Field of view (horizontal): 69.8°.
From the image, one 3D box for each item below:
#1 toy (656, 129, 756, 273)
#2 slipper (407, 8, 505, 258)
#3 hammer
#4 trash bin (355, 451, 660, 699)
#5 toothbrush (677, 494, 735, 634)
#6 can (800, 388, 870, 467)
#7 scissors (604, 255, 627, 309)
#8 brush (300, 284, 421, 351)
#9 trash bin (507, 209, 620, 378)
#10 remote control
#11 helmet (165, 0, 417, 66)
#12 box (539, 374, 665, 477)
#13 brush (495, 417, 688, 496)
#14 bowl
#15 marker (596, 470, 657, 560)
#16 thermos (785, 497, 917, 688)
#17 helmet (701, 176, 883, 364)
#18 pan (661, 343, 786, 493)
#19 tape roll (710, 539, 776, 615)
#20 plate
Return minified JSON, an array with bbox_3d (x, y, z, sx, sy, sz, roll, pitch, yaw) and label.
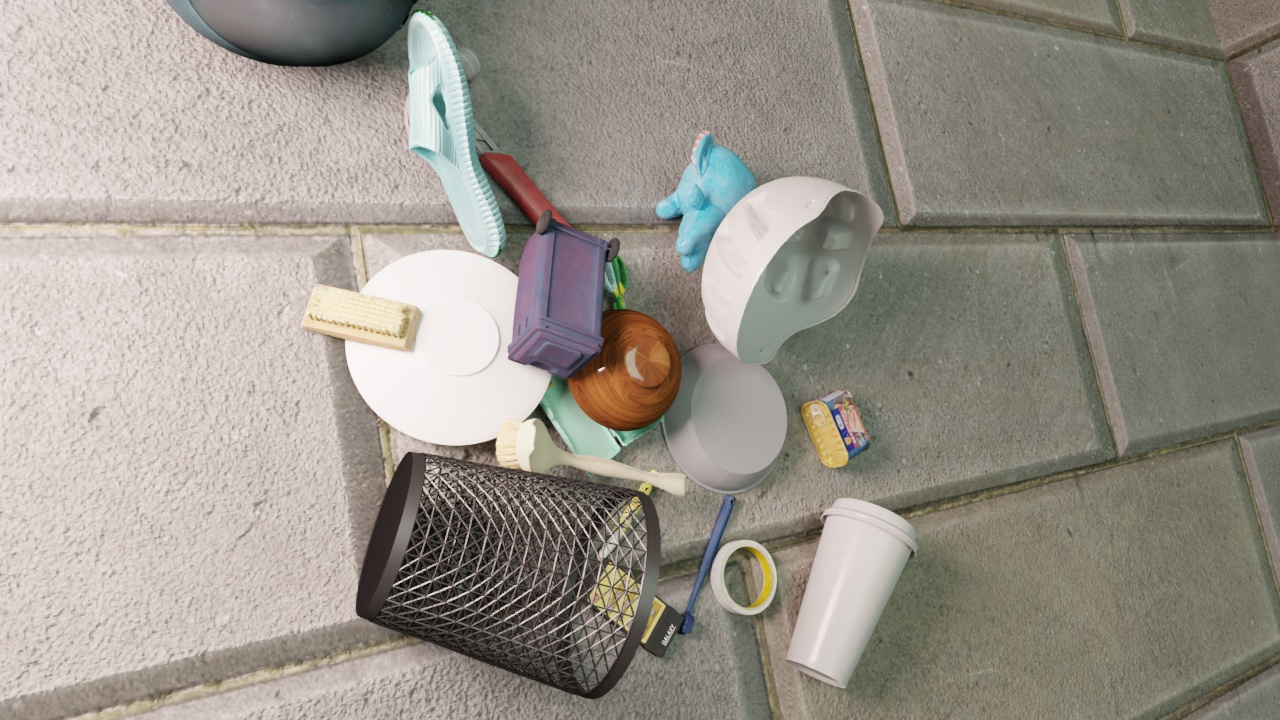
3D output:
[{"bbox_3d":[0.079,-0.199,1.219,0.180,0.115,0.183,-61,149,-26],"label":"toy"},{"bbox_3d":[-0.217,-0.236,1.005,0.069,0.116,0.276,-24,115,-21],"label":"slipper"},{"bbox_3d":[-0.157,-0.220,1.116,0.315,0.036,0.126,50,60,-13],"label":"hammer"},{"bbox_3d":[-0.138,0.203,0.920,0.243,0.217,0.216,20,68,-20],"label":"trash bin"},{"bbox_3d":[0.086,0.254,1.153,0.016,0.017,0.189,35,62,-21],"label":"toothbrush"},{"bbox_3d":[0.276,0.094,1.292,0.058,0.054,0.100,-24,92,-35],"label":"can"},{"bbox_3d":[-0.029,-0.072,1.153,0.071,0.014,0.130,-1,83,-64],"label":"scissors"},{"bbox_3d":[-0.293,-0.048,0.960,0.117,0.039,0.049,13,69,-5],"label":"brush"},{"bbox_3d":[-0.088,-0.070,1.019,0.093,0.092,0.160,20,54,-26],"label":"trash bin"},{"bbox_3d":[-0.009,0.291,1.077,0.133,0.013,0.058,42,65,-22],"label":"remote control"},{"bbox_3d":[-0.337,-0.421,0.930,0.315,0.249,0.236,-11,112,-36],"label":"helmet"},{"bbox_3d":[-0.068,0.029,1.097,0.137,0.057,0.187,-35,97,-22],"label":"box"},{"bbox_3d":[-0.047,0.119,1.042,0.272,0.077,0.062,20,79,-37],"label":"brush"},{"bbox_3d":[-0.006,0.006,1.070,0.147,0.069,0.147,5,79,-28],"label":"bowl"},{"bbox_3d":[-0.014,0.187,1.109,0.014,0.014,0.132,44,59,-15],"label":"marker"},{"bbox_3d":[0.269,0.304,1.199,0.131,0.132,0.221,34,70,-21],"label":"thermos"},{"bbox_3d":[0.178,-0.115,1.156,0.184,0.225,0.281,19,42,18],"label":"helmet"},{"bbox_3d":[0.132,0.002,1.236,0.200,0.051,0.356,21,70,-26],"label":"pan"},{"bbox_3d":[0.133,0.278,1.175,0.094,0.019,0.094,9,73,-31],"label":"tape roll"},{"bbox_3d":[-0.202,-0.022,1.005,0.229,0.030,0.229,7,70,-18],"label":"plate"}]
